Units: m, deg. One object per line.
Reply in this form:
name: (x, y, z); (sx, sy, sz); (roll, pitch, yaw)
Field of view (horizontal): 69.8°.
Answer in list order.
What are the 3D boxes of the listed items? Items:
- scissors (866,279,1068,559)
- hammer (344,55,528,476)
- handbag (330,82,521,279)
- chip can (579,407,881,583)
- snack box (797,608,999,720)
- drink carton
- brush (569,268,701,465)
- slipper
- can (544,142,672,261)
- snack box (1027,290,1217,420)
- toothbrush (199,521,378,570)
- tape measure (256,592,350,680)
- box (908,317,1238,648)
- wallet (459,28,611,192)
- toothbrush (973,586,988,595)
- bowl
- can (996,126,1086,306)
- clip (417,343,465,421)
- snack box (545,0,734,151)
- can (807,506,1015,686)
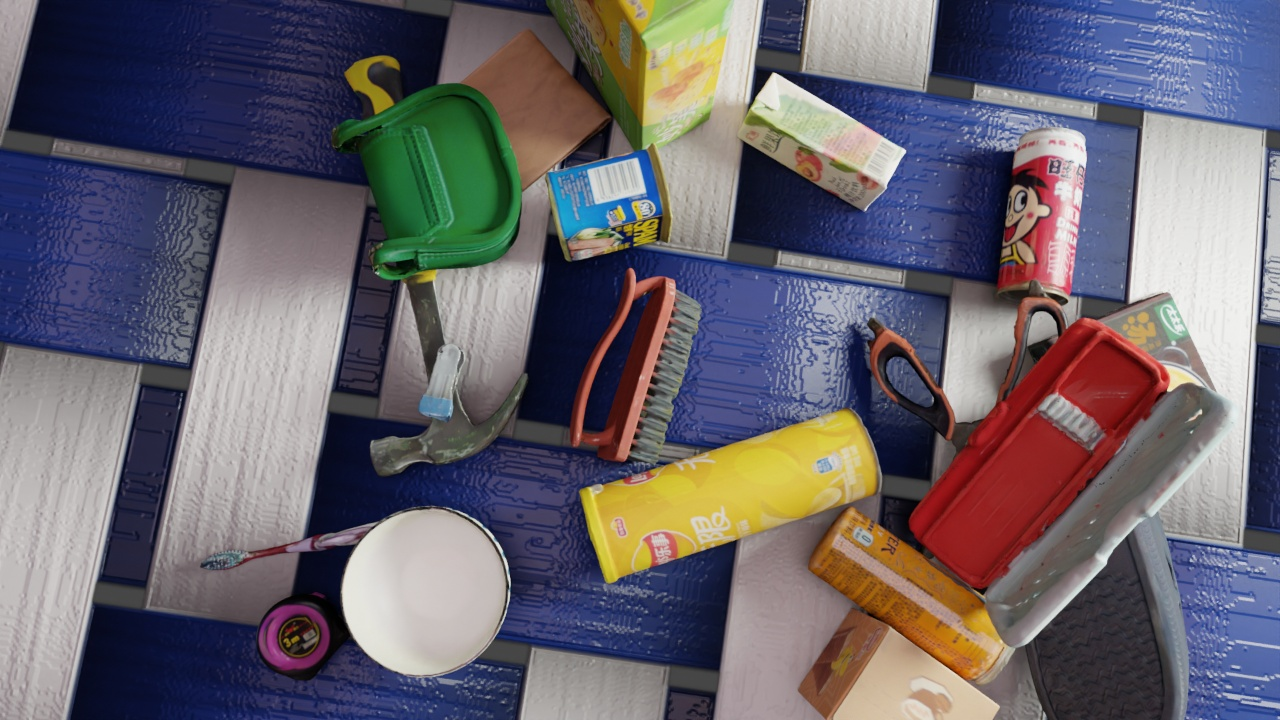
scissors: (0.253, 0.045, 0.689); (0.189, 0.015, 0.225); (-37, 74, 20)
hammer: (-0.172, -0.081, 0.711); (0.126, 0.032, 0.323); (-13, 83, -4)
handbag: (-0.151, -0.128, 0.665); (0.120, 0.068, 0.131); (-18, 82, -17)
chip can: (0.065, 0.099, 0.678); (0.213, 0.072, 0.072); (-16, 84, -5)
snack box: (0.179, 0.240, 0.653); (0.093, 0.094, 0.077); (36, 82, 3)
drink carton: (0.142, -0.173, 0.724); (0.122, 0.053, 0.045); (31, 78, 2)
brush: (-0.004, 0.004, 0.691); (0.069, 0.063, 0.145); (20, 81, -13)
slipper: (0.340, 0.148, 0.663); (0.083, 0.111, 0.267); (5, 73, -30)
can: (-0.023, -0.114, 0.687); (0.083, 0.102, 0.057); (-14, 83, -2)
snack box: (0.387, 0.015, 0.716); (0.125, 0.053, 0.113); (-23, 84, 0)
toothbrush: (-0.234, 0.135, 0.688); (0.187, 0.017, 0.016); (-10, 84, -3)
tape measure: (-0.247, 0.199, 0.669); (0.058, 0.039, 0.057); (39, 83, -2)
box: (0.284, 0.082, 0.615); (0.074, 0.154, 0.201); (27, 107, -29)
wallet: (-0.098, -0.194, 0.730); (0.115, 0.020, 0.101); (-41, 86, -10)
toothbrush: (0.278, 0.149, 0.708); (0.014, 0.018, 0.189); (30, 81, -8)
bowl: (-0.150, 0.163, 0.663); (0.116, 0.066, 0.116); (0, 83, -1)
can: (0.317, -0.112, 0.723); (0.053, 0.053, 0.132); (10, 83, -1)
clip: (-0.145, 0.015, 0.675); (0.027, 0.043, 0.058); (12, 78, 1)
snack box: (-0.009, -0.256, 0.650); (0.070, 0.210, 0.157); (-30, 84, -5)
can: (0.197, 0.170, 0.670); (0.146, 0.058, 0.058); (34, 82, 11)
